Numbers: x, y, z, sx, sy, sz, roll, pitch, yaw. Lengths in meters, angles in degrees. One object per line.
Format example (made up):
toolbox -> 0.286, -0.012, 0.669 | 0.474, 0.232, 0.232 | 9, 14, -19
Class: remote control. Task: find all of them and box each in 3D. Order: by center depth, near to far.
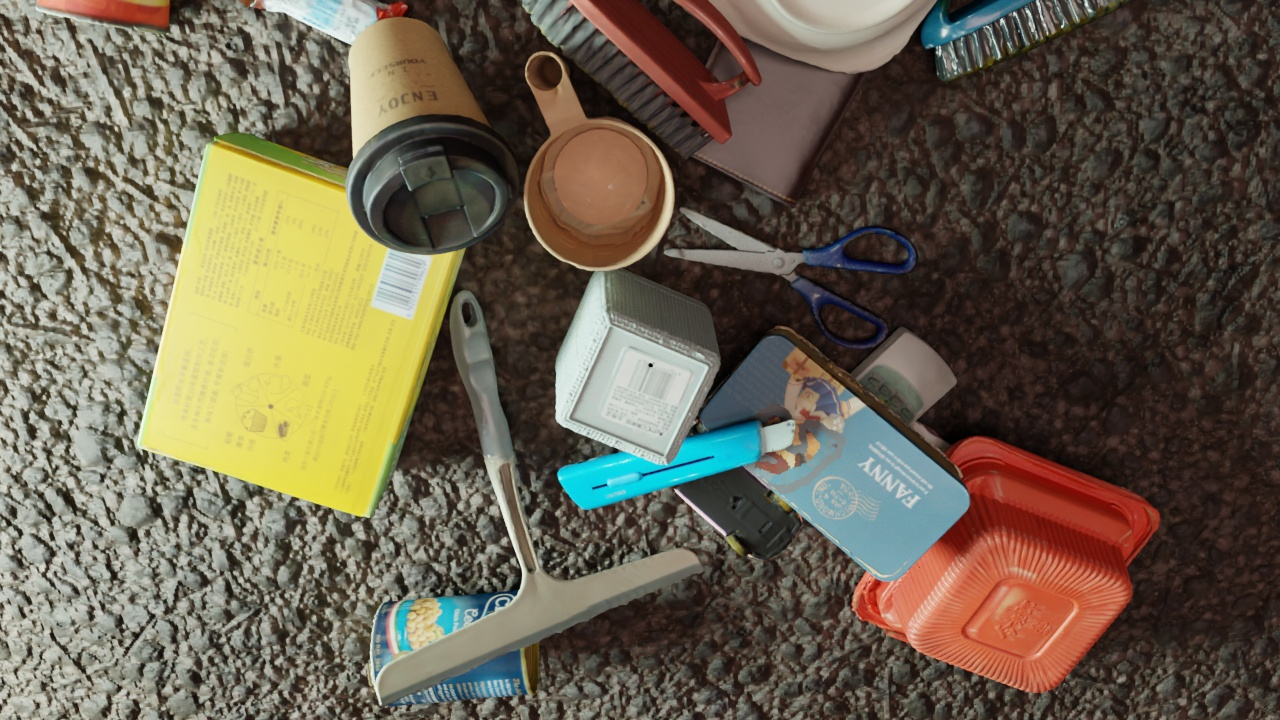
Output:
remote control -> 0.157, 0.040, 0.651 | 0.056, 0.019, 0.135 | 42, 104, -13

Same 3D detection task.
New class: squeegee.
squeegee -> -0.096, 0.072, 0.639 | 0.246, 0.039, 0.246 | -17, 97, -24

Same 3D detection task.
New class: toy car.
toy car -> 0.061, 0.091, 0.659 | 0.122, 0.037, 0.056 | 42, 99, 0

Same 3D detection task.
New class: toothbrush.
toothbrush -> 0.267, 0.097, 0.676 | 0.187, 0.016, 0.017 | 37, 95, -12

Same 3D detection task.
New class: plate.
plate -> 0.111, -0.236, 0.493 | 0.163, 0.034, 0.165 | 12, 130, -21

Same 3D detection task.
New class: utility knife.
utility knife -> 0.024, 0.066, 0.604 | 0.166, 0.018, 0.034 | -17, 101, 20

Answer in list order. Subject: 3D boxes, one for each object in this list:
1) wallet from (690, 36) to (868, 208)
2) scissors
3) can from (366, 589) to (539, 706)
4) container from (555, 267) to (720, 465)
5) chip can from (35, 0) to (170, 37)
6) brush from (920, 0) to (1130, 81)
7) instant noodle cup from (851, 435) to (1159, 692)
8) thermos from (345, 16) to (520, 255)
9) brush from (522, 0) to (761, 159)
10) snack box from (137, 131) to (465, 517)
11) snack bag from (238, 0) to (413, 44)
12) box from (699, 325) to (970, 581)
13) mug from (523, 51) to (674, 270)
wallet -> 0.085, -0.172, 0.584 | 0.096, 0.020, 0.122 | 25, 103, -9
scissors -> 0.108, -0.070, 0.619 | 0.147, 0.012, 0.169 | -39, 105, 11
can -> -0.134, 0.209, 0.669 | 0.111, 0.075, 0.075 | -5, 108, 0
container -> -0.003, 0.003, 0.588 | 0.090, 0.111, 0.090 | 22, 106, -9
chip can -> -0.293, -0.297, 0.504 | 0.073, 0.073, 0.217 | 10, 107, -5
brush -> 0.235, -0.228, 0.550 | 0.144, 0.055, 0.073 | -26, 107, 7
instant noodle cup -> 0.259, 0.160, 0.654 | 0.164, 0.079, 0.189 | 20, 119, -4
thermos -> -0.125, -0.130, 0.522 | 0.093, 0.143, 0.093 | -14, 145, -10
brush -> 0.002, -0.184, 0.512 | 0.069, 0.063, 0.145 | -35, 130, 29
snack box -> -0.215, -0.021, 0.596 | 0.157, 0.070, 0.210 | 19, 106, -8
snack bag -> -0.191, -0.216, 0.557 | 0.105, 0.026, 0.045 | 24, 114, -8
box -> 0.132, 0.063, 0.611 | 0.184, 0.059, 0.090 | 39, 107, 9
mug -> -0.033, -0.123, 0.551 | 0.084, 0.103, 0.125 | -23, 107, 5
